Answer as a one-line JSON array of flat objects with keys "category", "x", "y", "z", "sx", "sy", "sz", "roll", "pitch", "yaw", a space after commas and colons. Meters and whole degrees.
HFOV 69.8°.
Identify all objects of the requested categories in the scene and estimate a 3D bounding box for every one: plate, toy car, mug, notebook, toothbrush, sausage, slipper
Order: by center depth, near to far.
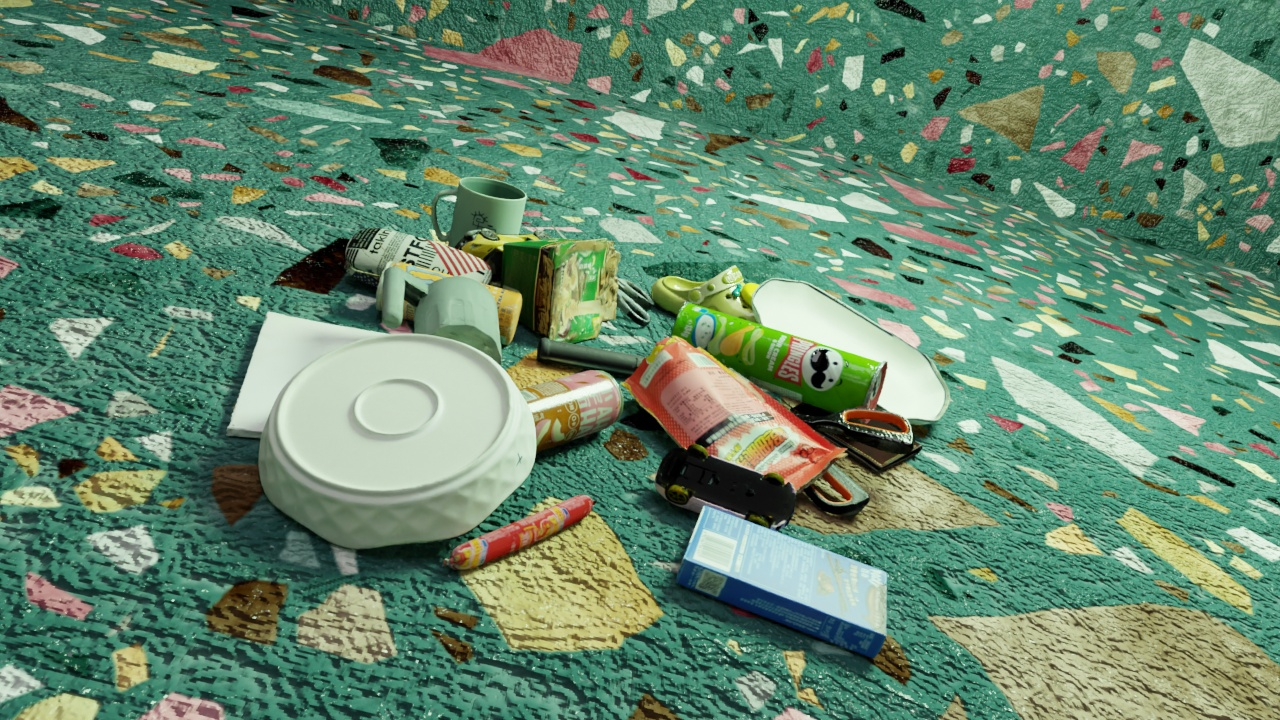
[{"category": "sausage", "x": -0.085, "y": 0.128, "z": 0.687, "sx": 0.020, "sy": 0.020, "sz": 0.155, "roll": 31, "pitch": 28, "yaw": 30}, {"category": "plate", "x": -0.182, "y": 0.049, "z": 0.693, "sx": 0.205, "sy": 0.046, "sz": 0.204, "roll": 3, "pitch": 42, "yaw": -3}, {"category": "toy car", "x": 0.072, "y": 0.113, "z": 0.785, "sx": 0.122, "sy": 0.037, "sz": 0.056, "roll": 18, "pitch": 54, "yaw": 15}, {"category": "notebook", "x": -0.271, "y": 0.017, "z": 0.820, "sx": 0.150, "sy": 0.012, "sz": 0.209, "roll": 9, "pitch": 25, "yaw": -17}, {"category": "mug", "x": -0.191, "y": -0.032, "z": 0.872, "sx": 0.124, "sy": 0.084, "sz": 0.103, "roll": 32, "pitch": 18, "yaw": -27}, {"category": "toothbrush", "x": -0.006, "y": 0.006, "z": 0.994, "sx": 0.212, "sy": 0.027, "sz": 0.026, "roll": 10, "pitch": 62, "yaw": -14}, {"category": "toy car", "x": -0.161, "y": -0.120, "z": 1.108, "sx": 0.155, "sy": 0.071, "sz": 0.041, "roll": -4, "pitch": 44, "yaw": -49}, {"category": "plate", "x": 0.247, "y": -0.007, "z": 1.111, "sx": 0.266, "sy": 0.034, "sz": 0.161, "roll": 33, "pitch": 38, "yaw": 10}, {"category": "mug", "x": -0.208, "y": -0.169, "z": 1.148, "sx": 0.111, "sy": 0.106, "sz": 0.082, "roll": 13, "pitch": 25, "yaw": -9}, {"category": "slipper", "x": 0.105, "y": -0.083, "z": 1.195, "sx": 0.191, "sy": 0.082, "sz": 0.091, "roll": 21, "pitch": 27, "yaw": 17}]

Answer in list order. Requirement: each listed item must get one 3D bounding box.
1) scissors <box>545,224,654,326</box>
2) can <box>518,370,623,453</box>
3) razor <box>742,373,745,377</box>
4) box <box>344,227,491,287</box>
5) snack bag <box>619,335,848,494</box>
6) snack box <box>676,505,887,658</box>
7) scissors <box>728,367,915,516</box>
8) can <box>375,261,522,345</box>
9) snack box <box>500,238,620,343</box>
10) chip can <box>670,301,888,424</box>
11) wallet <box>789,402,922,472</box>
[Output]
[{"category": "scissors", "x": -0.044, "y": -0.105, "z": 1.151, "sx": 0.159, "sy": 0.014, "sz": 0.171, "roll": 16, "pitch": 35, "yaw": -52}, {"category": "can", "x": -0.082, "y": 0.048, "z": 0.815, "sx": 0.058, "sy": 0.058, "sz": 0.147, "roll": 31, "pitch": 28, "yaw": 30}, {"category": "razor", "x": 0.141, "y": 0.062, "z": 0.961, "sx": 0.132, "sy": 0.028, "sz": 0.043, "roll": 33, "pitch": 53, "yaw": 32}, {"category": "box", "x": -0.253, "y": -0.090, "z": 1.038, "sx": 0.163, "sy": 0.080, "sz": 0.074, "roll": 16, "pitch": 47, "yaw": -5}, {"category": "snack bag", "x": 0.083, "y": 0.059, "z": 0.888, "sx": 0.128, "sy": 0.073, "sz": 0.208, "roll": -24, "pitch": 48, "yaw": -31}, {"category": "snack box", "x": 0.112, "y": 0.169, "z": 0.712, "sx": 0.157, "sy": 0.026, "sz": 0.084, "roll": 20, "pitch": 24, "yaw": 7}, {"category": "scissors", "x": 0.168, "y": 0.072, "z": 0.922, "sx": 0.223, "sy": 0.022, "sz": 0.220, "roll": -10, "pitch": 41, "yaw": -8}, {"category": "can", "x": -0.202, "y": -0.061, "z": 0.977, "sx": 0.146, "sy": 0.058, "sz": 0.058, "roll": 14, "pitch": 24, "yaw": -4}, {"category": "snack box", "x": -0.101, "y": -0.090, "z": 1.058, "sx": 0.106, "sy": 0.118, "sz": 0.117, "roll": 17, "pitch": 20, "yaw": 34}, {"category": "chip can", "x": 0.147, "y": 0.001, "z": 1.015, "sx": 0.236, "sy": 0.072, "sz": 0.072, "roll": 19, "pitch": 23, "yaw": 22}, {"category": "wallet", "x": 0.234, "y": 0.076, "z": 1.004, "sx": 0.122, "sy": 0.020, "sz": 0.096, "roll": 34, "pitch": 33, "yaw": 33}]
